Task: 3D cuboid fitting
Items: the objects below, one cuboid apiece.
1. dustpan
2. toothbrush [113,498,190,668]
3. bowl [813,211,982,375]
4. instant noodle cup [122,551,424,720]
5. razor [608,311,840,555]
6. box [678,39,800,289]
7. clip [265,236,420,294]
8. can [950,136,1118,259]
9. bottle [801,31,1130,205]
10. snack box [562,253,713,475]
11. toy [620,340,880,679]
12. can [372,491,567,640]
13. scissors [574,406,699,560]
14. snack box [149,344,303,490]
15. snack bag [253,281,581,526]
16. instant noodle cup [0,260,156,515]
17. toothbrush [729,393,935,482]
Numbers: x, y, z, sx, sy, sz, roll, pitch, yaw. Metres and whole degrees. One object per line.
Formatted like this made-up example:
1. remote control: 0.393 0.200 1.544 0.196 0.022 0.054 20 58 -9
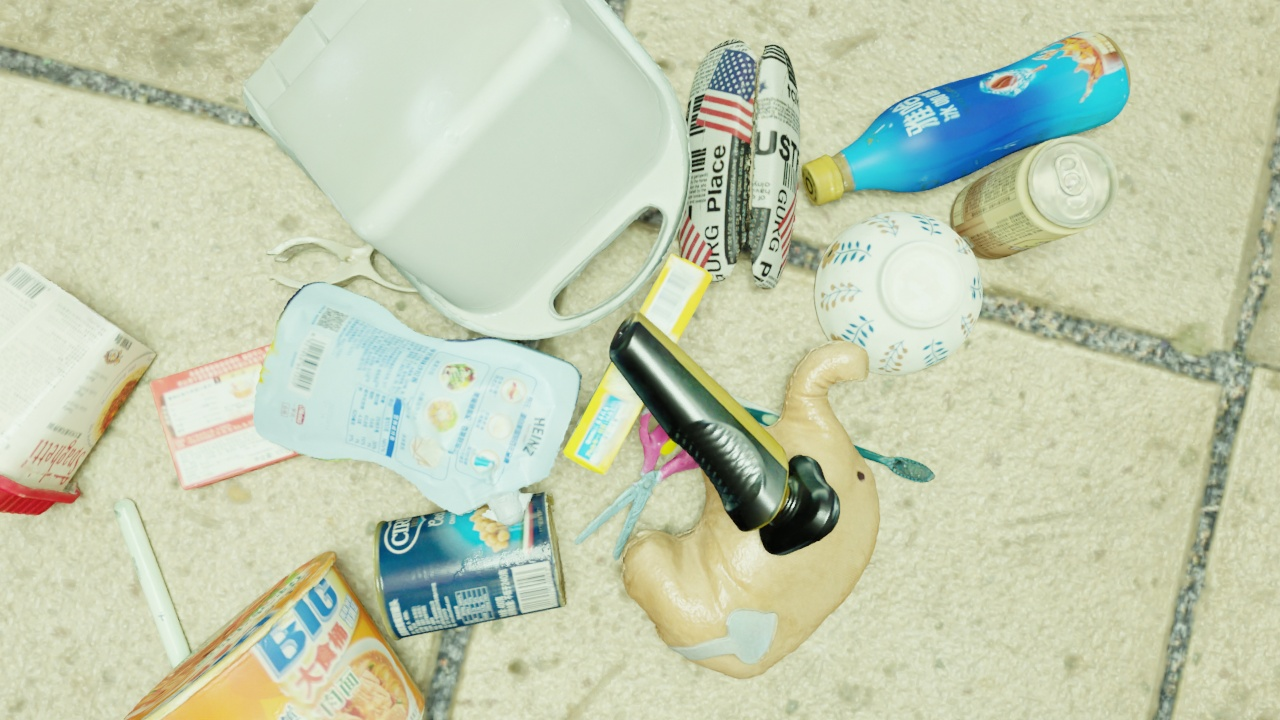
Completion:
1. dustpan: -0.097 -0.146 0.575 0.223 0.142 0.257 -43 53 11
2. toothbrush: -0.310 0.180 0.601 0.020 0.029 0.189 -17 87 -46
3. bowl: 0.180 -0.047 0.615 0.113 0.062 0.113 0 88 -5
4. instant noodle cup: -0.210 0.205 0.548 0.151 0.151 0.111 -38 98 -4
5. razor: 0.046 0.039 0.531 0.167 0.062 0.067 47 47 -2
6. box: 0.060 -0.131 0.617 0.088 0.076 0.163 6 91 19
7. clip: -0.194 -0.063 0.611 0.100 0.035 0.071 -6 88 -12
8. can: 0.250 -0.102 0.592 0.058 0.116 0.058 0 88 -3
9. bottle: 0.215 -0.156 0.618 0.218 0.065 0.065 -21 89 -4
10. snack box: -0.003 0.003 0.590 0.034 0.087 0.140 30 86 -2
11. toy: 0.092 0.097 0.596 0.143 0.082 0.226 37 84 -15
12. can: -0.105 0.130 0.586 0.111 0.075 0.075 -10 88 -4
13. scissors: 0.013 0.078 0.611 0.113 0.017 0.134 4 115 -40
14. snack box: -0.235 0.027 0.607 0.153 0.025 0.075 -18 88 -4
15. snack bag: -0.138 0.026 0.563 0.191 0.039 0.110 19 83 8
16. instant noodle cup: -0.379 0.016 0.562 0.116 0.116 0.124 36 75 -2
17. toothbrush: 0.113 0.049 0.629 0.191 0.018 0.016 20 87 -2
